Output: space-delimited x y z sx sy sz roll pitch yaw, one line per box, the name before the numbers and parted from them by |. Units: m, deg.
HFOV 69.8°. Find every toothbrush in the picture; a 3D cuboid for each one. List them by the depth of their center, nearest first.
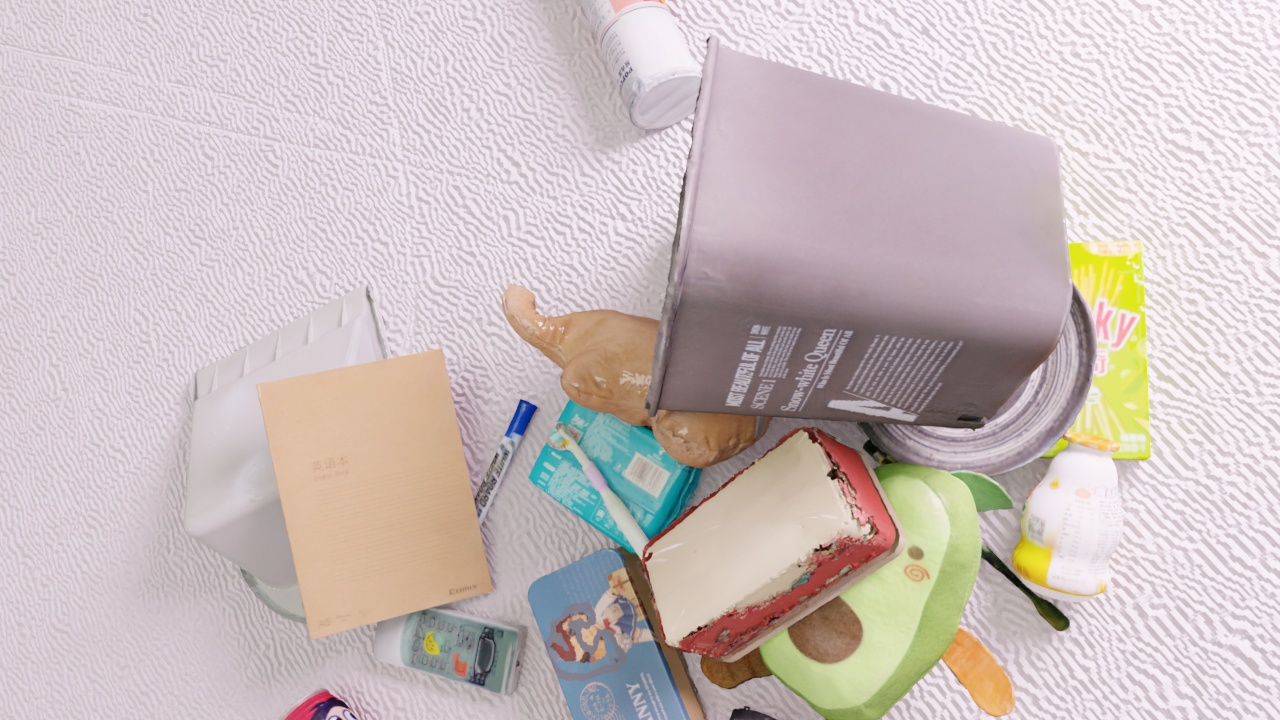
toothbrush | 0.234 0.124 0.669 0.012 0.017 0.186 -48 68 8
toothbrush | -0.012 0.126 0.695 0.020 0.029 0.189 -29 72 -29

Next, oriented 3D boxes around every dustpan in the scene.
dustpan | -0.304 0.100 0.855 0.223 0.142 0.257 -24 45 13

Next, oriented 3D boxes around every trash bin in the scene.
trash bin | 0.125 -0.061 0.577 0.220 0.199 0.198 10 61 1

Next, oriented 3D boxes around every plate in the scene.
plate | 0.234 -0.001 0.666 0.180 0.024 0.179 -11 71 33

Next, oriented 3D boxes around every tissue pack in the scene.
tissue pack | -0.022 0.088 0.740 0.133 0.050 0.093 31 94 21

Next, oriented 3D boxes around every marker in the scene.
marker | -0.127 0.102 0.791 0.017 0.017 0.146 25 89 21

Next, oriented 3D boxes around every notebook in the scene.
notebook | -0.215 0.107 0.752 0.149 0.012 0.211 -12 93 -17

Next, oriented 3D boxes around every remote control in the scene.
remote control | -0.163 0.240 0.778 0.135 0.019 0.056 8 84 20

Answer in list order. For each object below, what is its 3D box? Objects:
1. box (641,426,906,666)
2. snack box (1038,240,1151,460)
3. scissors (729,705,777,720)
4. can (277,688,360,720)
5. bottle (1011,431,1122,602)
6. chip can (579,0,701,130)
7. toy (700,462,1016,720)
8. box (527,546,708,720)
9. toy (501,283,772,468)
box | 0.078 0.125 0.610 0.169 0.080 0.091 -42 45 26
snack box | 0.313 -0.007 0.657 0.086 0.026 0.156 0 80 18
scissors | 0.140 0.300 0.650 0.172 0.014 0.147 41 134 -3
can | -0.258 0.330 0.769 0.094 0.066 0.066 37 93 20
bottle | 0.291 0.104 0.617 0.063 0.063 0.108 13 98 20
chip can | -0.015 -0.308 0.795 0.071 0.071 0.214 -27 73 12
toy | 0.152 0.172 0.641 0.227 0.089 0.247 34 104 24
box | -0.014 0.239 0.707 0.090 0.061 0.184 -30 71 12
toy | -0.004 0.004 0.708 0.226 0.143 0.083 28 110 22
